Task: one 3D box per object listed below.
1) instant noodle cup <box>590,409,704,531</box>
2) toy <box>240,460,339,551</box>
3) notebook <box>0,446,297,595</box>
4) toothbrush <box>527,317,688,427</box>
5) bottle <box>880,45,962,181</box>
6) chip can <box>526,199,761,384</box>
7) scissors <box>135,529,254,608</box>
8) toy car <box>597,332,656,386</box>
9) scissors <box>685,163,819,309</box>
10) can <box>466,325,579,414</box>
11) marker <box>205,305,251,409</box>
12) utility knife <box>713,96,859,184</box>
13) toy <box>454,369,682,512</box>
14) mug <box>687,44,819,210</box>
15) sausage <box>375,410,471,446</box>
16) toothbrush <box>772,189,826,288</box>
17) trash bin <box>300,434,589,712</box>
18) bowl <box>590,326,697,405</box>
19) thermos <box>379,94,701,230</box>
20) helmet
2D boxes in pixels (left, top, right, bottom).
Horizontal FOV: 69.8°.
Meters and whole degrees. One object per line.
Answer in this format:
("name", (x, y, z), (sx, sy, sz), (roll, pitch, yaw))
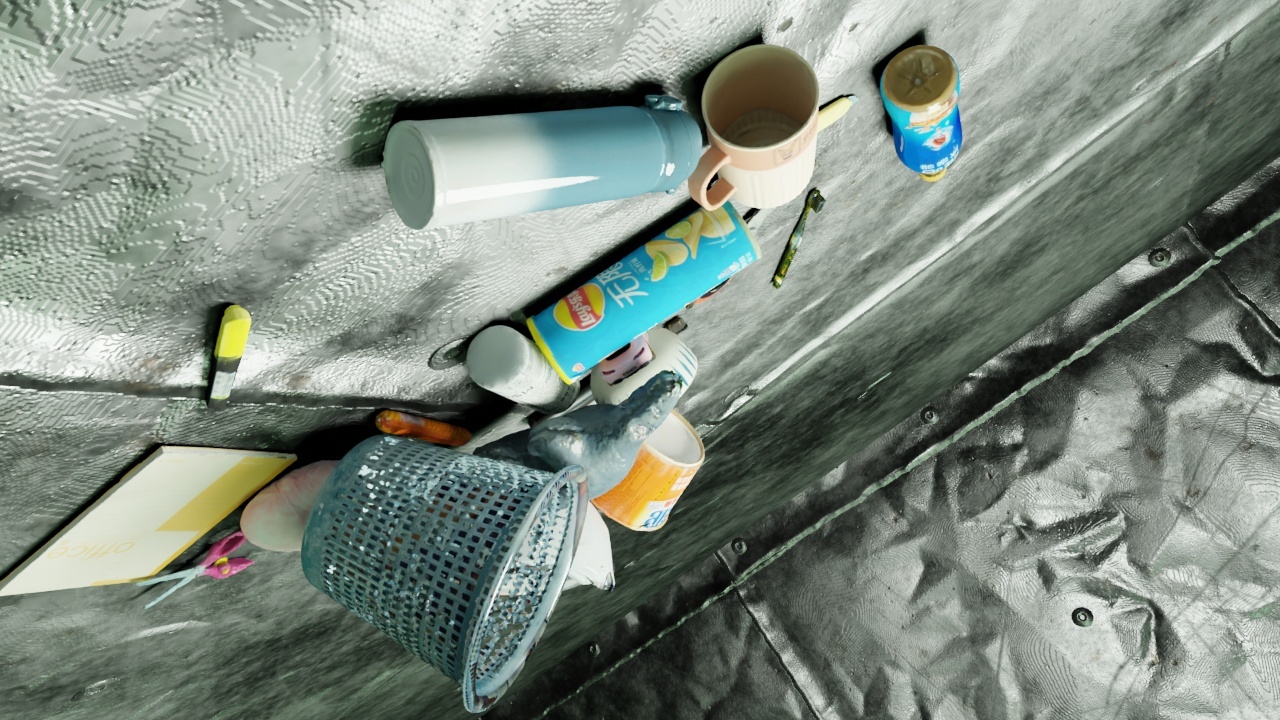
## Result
("instant noodle cup", (0.005, 0.129, 1.195), (0.151, 0.151, 0.112), (-4, 138, -53))
("toy", (-0.309, 0.150, 0.885), (0.121, 0.054, 0.160), (-30, 150, -8))
("notebook", (-0.411, 0.135, 0.773), (0.206, 0.010, 0.145), (-37, 161, 13))
("toothbrush", (-0.036, 0.018, 1.037), (0.213, 0.026, 0.027), (-35, 123, 6))
("bottle", (0.270, -0.220, 0.868), (0.065, 0.065, 0.218), (-36, 161, 11))
("chip can", (0.003, -0.064, 0.828), (0.210, 0.071, 0.071), (-33, 160, 3))
("scissors", (-0.427, 0.202, 0.895), (0.136, 0.017, 0.133), (-40, 162, 20))
("toy car", (-0.020, -0.015, 0.892), (0.056, 0.037, 0.122), (-31, -157, 5))
("scissors", (0.103, -0.120, 0.931), (0.206, 0.015, 0.194), (-29, 159, -7))
("can", (-0.107, 0.012, 0.866), (0.058, 0.058, 0.146), (-34, 160, 6))
("marker", (-0.288, 0.001, 0.638), (0.018, 0.015, 0.124), (-15, 157, -38))
("utility knife", (0.127, -0.188, 0.801), (0.162, 0.018, 0.031), (-29, 164, -5))
("toy", (-0.084, 0.094, 0.922), (0.357, 0.091, 0.138), (-23, 142, 32))
("mug", (0.082, -0.160, 0.691), (0.114, 0.081, 0.106), (-47, 163, -4))
("sausage", (-0.209, 0.068, 0.899), (0.021, 0.021, 0.165), (-36, 160, 9))
("toothbrush", (0.172, -0.127, 1.010), (0.012, 0.017, 0.186), (-33, 162, -19))
("trash bin", (-0.179, 0.166, 0.822), (0.226, 0.195, 0.226), (22, 89, -78))
("bowl", (-0.006, 0.006, 0.960), (0.116, 0.116, 0.066), (-34, 117, 4))
("thermos", (-0.054, -0.133, 0.598), (0.219, 0.070, 0.070), (-17, 156, -37))
("helmet", (-0.147, 0.222, 1.153), (0.229, 0.145, 0.259), (-2, 164, -3))
